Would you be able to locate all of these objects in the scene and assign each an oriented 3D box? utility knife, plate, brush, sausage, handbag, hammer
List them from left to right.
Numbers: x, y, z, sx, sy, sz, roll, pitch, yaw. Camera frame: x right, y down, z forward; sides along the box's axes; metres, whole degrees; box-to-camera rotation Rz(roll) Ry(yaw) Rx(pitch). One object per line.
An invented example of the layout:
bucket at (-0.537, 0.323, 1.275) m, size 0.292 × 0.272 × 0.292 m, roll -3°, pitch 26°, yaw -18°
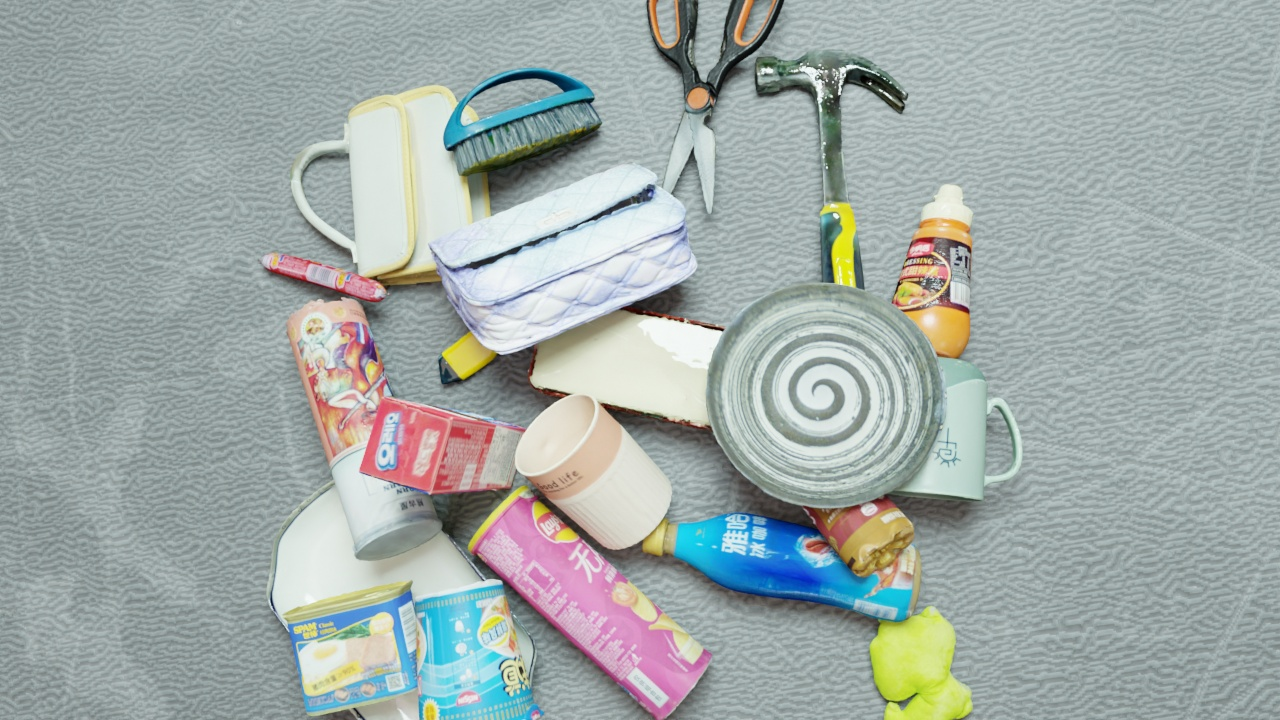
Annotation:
sausage at (-0.281, -0.075, 0.810) m, size 0.156 × 0.020 × 0.020 m, roll 16°, pitch 87°, yaw 25°
handbag at (-0.228, -0.150, 0.812) m, size 0.179 × 0.063 × 0.163 m, roll -8°, pitch 83°, yaw 9°
plate at (-0.202, 0.222, 0.789) m, size 0.162 × 0.034 × 0.265 m, roll -44°, pitch 83°, yaw 2°
utility knife at (-0.113, -0.036, 0.810) m, size 0.168 × 0.015 × 0.033 m, roll -38°, pitch 88°, yaw 1°
brush at (-0.102, -0.208, 0.775) m, size 0.143 × 0.055 × 0.073 m, roll -25°, pitch 98°, yaw -27°
handbag at (-0.060, -0.089, 0.734) m, size 0.193 × 0.134 × 0.076 m, roll -25°, pitch 127°, yaw -16°
plate at (0.139, 0.026, 0.698) m, size 0.179 × 0.024 × 0.179 m, roll -2°, pitch 71°, yaw 6°
hammer at (0.167, -0.108, 0.759) m, size 0.126 × 0.032 × 0.323 m, roll -3°, pitch 77°, yaw 5°

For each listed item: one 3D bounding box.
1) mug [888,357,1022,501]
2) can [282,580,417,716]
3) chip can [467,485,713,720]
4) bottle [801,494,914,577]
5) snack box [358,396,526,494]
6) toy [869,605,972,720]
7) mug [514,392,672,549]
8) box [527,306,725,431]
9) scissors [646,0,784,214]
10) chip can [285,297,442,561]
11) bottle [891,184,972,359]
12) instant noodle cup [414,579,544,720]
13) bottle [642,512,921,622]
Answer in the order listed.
mug at (0.244, 0.056, 0.726) m, size 0.112 × 0.082 × 0.106 m, roll 5°, pitch 80°, yaw 10°
can at (-0.229, 0.232, 0.744) m, size 0.102 × 0.057 × 0.083 m, roll -13°, pitch 87°, yaw 5°
chip can at (-0.042, 0.198, 0.755) m, size 0.210 × 0.071 × 0.071 m, roll 41°, pitch 90°, yaw 7°
bottle at (0.138, 0.086, 0.725) m, size 0.057 × 0.057 × 0.175 m, roll -40°, pitch 57°, yaw 2°
snack box at (-0.143, 0.069, 0.709) m, size 0.057 × 0.207 × 0.058 m, roll 15°, pitch 85°, yaw 9°
toy at (0.223, 0.253, 0.742) m, size 0.097 × 0.031 × 0.100 m, roll -45°, pitch 83°, yaw 3°
mug at (-0.045, 0.090, 0.748) m, size 0.106 × 0.115 × 0.081 m, roll 48°, pitch 62°, yaw -28°
box at (-0.004, 0.004, 0.764) m, size 0.168 × 0.077 × 0.091 m, roll 12°, pitch 86°, yaw 7°
scissors at (0.046, -0.243, 0.797) m, size 0.198 × 0.021 × 0.227 m, roll 40°, pitch 98°, yaw 23°
chip can at (-0.234, 0.054, 0.765) m, size 0.071 × 0.071 × 0.214 m, roll -27°, pitch 69°, yaw 3°
bottle at (0.244, -0.074, 0.754) m, size 0.067 × 0.067 × 0.149 m, roll 11°, pitch 80°, yaw 7°
instant noodle cup at (-0.134, 0.233, 0.720) m, size 0.099 × 0.099 × 0.110 m, roll -13°, pitch 76°, yaw 5°
bottle at (0.111, 0.161, 0.745) m, size 0.219 × 0.065 × 0.065 m, roll 9°, pitch 86°, yaw 8°
